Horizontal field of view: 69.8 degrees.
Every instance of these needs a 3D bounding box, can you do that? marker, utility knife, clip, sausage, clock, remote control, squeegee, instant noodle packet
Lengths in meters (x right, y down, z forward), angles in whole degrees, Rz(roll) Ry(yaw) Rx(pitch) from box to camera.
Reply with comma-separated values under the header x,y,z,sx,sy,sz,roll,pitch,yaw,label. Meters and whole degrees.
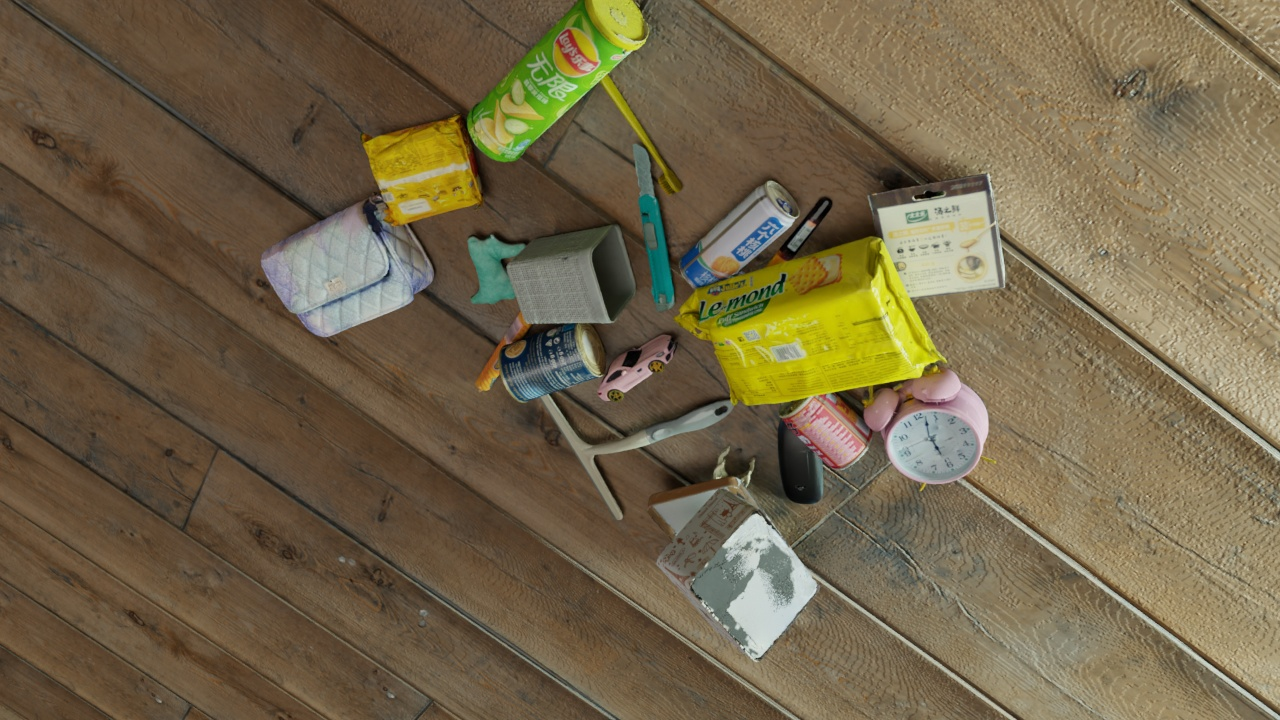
x,y,z,sx,sy,sz,roll,pitch,yaw,label
0.164,-0.125,0.982,0.018,0.015,0.124,34,123,-5,marker
0.013,-0.141,1.019,0.029,0.013,0.208,6,126,25,utility knife
0.122,0.159,1.161,0.083,0.034,0.105,10,128,15,clip
-0.172,-0.013,1.165,0.021,0.021,0.166,35,126,-4,sausage
0.315,0.066,1.018,0.117,0.059,0.158,-28,106,30,clock
0.195,0.126,1.119,0.053,0.024,0.136,0,120,18,remote control
0.006,0.094,1.157,0.247,0.039,0.246,-18,113,28,squeegee
-0.248,-0.216,1.047,0.128,0.044,0.111,-9,111,14,instant noodle packet

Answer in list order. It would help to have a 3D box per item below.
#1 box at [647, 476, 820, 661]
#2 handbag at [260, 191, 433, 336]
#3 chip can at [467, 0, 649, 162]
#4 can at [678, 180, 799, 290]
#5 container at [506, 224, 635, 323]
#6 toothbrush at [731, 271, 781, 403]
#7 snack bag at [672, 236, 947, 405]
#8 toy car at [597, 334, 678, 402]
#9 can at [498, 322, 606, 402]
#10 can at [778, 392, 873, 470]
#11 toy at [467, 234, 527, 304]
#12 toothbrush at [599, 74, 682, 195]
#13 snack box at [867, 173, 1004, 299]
x,y,z,sx,sy,sz,roll,pitch,yaw,label
0.100,0.240,1.156,0.178,0.152,0.182,20,152,56,box
-0.363,-0.113,1.138,0.194,0.075,0.134,-19,111,27,handbag
-0.090,-0.282,0.923,0.222,0.072,0.072,-31,107,40,chip can
0.104,-0.129,0.975,0.053,0.053,0.135,43,124,-9,can
-0.080,-0.095,1.042,0.114,0.090,0.090,-3,119,24,container
0.143,-0.016,1.053,0.021,0.029,0.189,-28,114,-9,toothbrush
0.172,-0.027,0.960,0.247,0.068,0.158,-14,128,32,snack bag
-0.006,0.006,1.098,0.123,0.056,0.037,-35,111,32,toy car
-0.105,0.000,1.109,0.111,0.075,0.075,-19,113,20,can
0.211,0.072,1.052,0.094,0.066,0.067,42,124,-11,can
-0.173,-0.112,1.100,0.096,0.030,0.092,-8,120,17,toy
-0.015,-0.254,0.964,0.017,0.015,0.190,-23,110,37,toothbrush
0.295,-0.126,0.910,0.113,0.053,0.126,-6,118,24,snack box
